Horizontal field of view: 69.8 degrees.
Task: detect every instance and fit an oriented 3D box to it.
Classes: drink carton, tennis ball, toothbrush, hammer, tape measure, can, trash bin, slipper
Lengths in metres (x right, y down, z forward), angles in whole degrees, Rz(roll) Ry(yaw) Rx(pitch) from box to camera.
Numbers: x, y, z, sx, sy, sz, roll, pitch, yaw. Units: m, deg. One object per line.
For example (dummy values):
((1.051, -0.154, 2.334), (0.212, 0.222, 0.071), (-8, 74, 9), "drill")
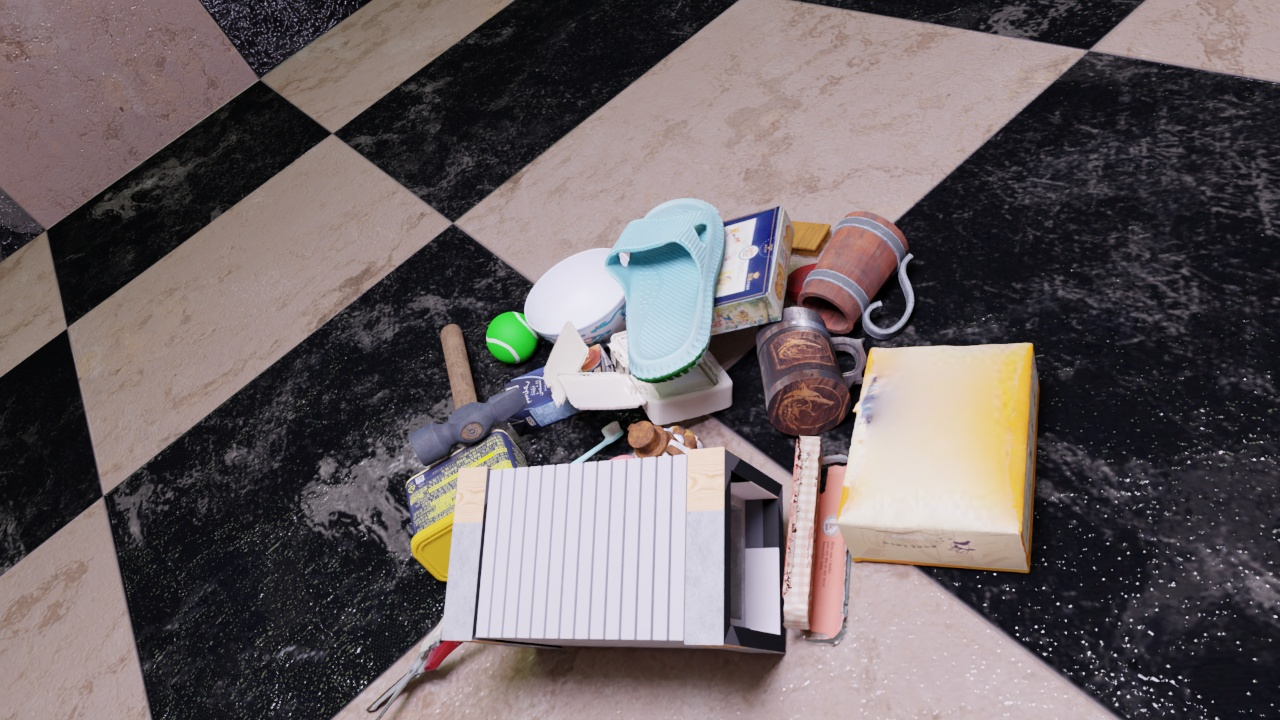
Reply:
((-0.096, 0.036, 1.072), (0.130, 0.040, 0.064), (-22, 41, 11), "drink carton")
((-0.161, -0.028, 1.157), (0.065, 0.065, 0.065), (-17, 42, 16), "tennis ball")
((-0.078, 0.112, 0.950), (0.016, 0.016, 0.180), (-7, 21, 45), "toothbrush")
((-0.219, 0.018, 1.119), (0.129, 0.040, 0.321), (-28, 26, -4), "hammer")
((0.192, -0.089, 1.039), (0.051, 0.019, 0.058), (7, 46, 39), "tape measure")
((-0.178, 0.152, 0.981), (0.135, 0.075, 0.104), (-30, 38, 1), "can")
((-0.019, 0.168, 0.777), (0.247, 0.142, 0.142), (-7, 69, 25), "trash bin")
((0.025, -0.092, 0.936), (0.116, 0.069, 0.275), (-15, 43, 20), "slipper")

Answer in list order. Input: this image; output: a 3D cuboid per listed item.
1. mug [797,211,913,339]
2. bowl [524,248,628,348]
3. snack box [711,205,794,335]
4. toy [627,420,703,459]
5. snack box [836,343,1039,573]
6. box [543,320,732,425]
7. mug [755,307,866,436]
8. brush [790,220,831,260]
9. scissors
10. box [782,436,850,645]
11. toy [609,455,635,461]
((0.238, -0.083, 0.970), (0.117, 0.081, 0.111), (29, 69, 20), "mug")
((-0.061, -0.061, 1.121), (0.144, 0.074, 0.143), (-17, 42, 16), "bowl")
((0.084, -0.090, 0.979), (0.145, 0.042, 0.144), (-11, 42, 27), "snack box")
((0.032, 0.090, 0.889), (0.087, 0.112, 0.067), (25, 77, 44), "toy")
((0.256, 0.073, 0.786), (0.145, 0.081, 0.194), (-2, 48, 29), "snack box")
((-0.006, 0.005, 0.979), (0.180, 0.080, 0.143), (-14, 36, -18), "box")
((0.176, 0.010, 0.915), (0.116, 0.080, 0.107), (2, 42, -5), "mug")
((0.169, -0.150, 1.115), (0.126, 0.017, 0.048), (13, 57, 40), "brush")
((-0.189, 0.266, 0.893), (0.199, 0.015, 0.178), (-37, 17, 26), "scissors")
((0.155, 0.150, 0.795), (0.067, 0.057, 0.186), (13, 51, 0), "box")
((-0.039, 0.138, 0.923), (0.110, 0.051, 0.090), (-37, 37, -1), "toy")
